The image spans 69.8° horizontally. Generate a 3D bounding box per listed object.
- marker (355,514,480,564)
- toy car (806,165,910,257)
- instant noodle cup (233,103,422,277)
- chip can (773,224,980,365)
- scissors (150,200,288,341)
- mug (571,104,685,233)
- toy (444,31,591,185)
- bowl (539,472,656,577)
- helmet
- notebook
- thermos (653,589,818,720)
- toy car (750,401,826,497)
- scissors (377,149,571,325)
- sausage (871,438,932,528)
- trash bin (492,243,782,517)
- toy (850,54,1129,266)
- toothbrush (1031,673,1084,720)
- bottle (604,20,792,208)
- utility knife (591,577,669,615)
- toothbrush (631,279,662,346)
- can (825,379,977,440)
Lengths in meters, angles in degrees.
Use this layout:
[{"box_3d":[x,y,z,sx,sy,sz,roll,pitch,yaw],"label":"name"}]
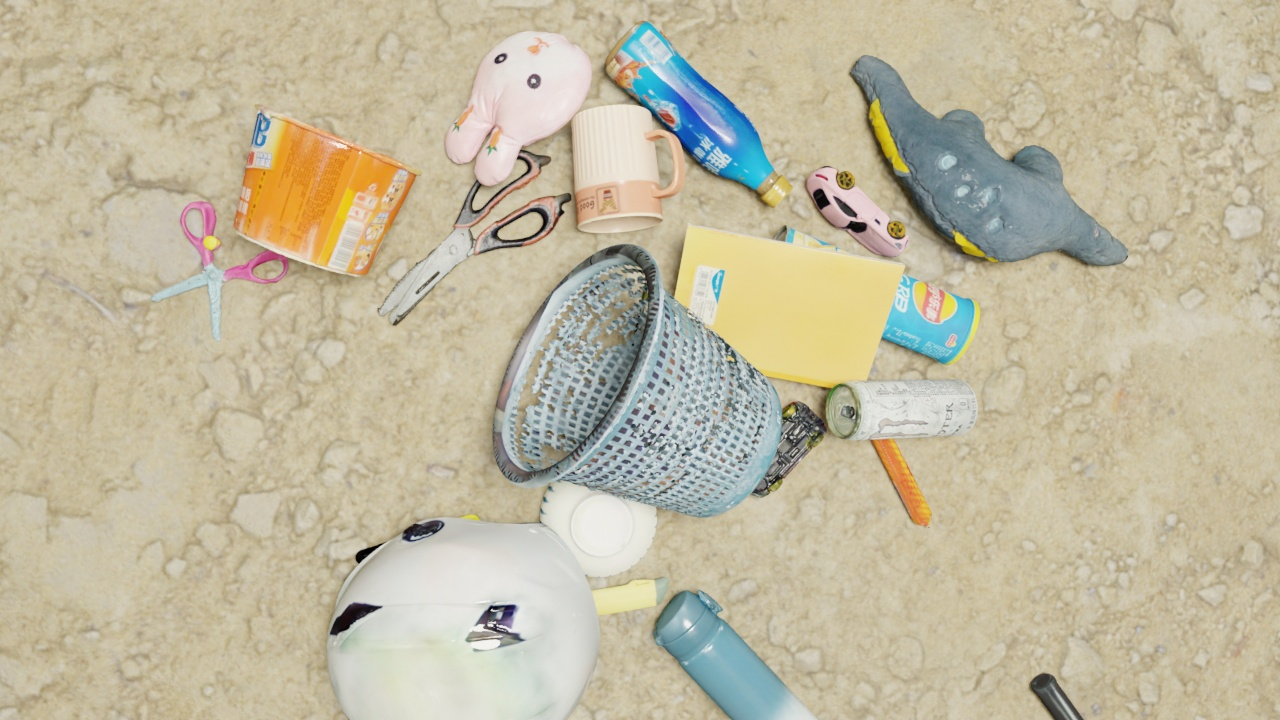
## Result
[{"box_3d":[-0.216,0.175,0.892,0.124,0.015,0.018,-17,89,-5],"label":"marker"},{"box_3d":[0.216,-0.146,0.924,0.122,0.056,0.037,42,81,-5],"label":"toy car"},{"box_3d":[-0.287,-0.148,0.824,0.151,0.151,0.111,21,95,-6],"label":"instant noodle cup"},{"box_3d":[0.226,-0.065,0.917,0.210,0.071,0.071,21,87,-6],"label":"chip can"},{"box_3d":[-0.398,-0.085,0.872,0.135,0.017,0.133,-2,95,-8],"label":"scissors"},{"box_3d":[-0.011,-0.183,0.873,0.115,0.081,0.106,-6,88,34],"label":"mug"},{"box_3d":[-0.118,-0.243,0.874,0.121,0.054,0.159,38,92,28],"label":"toy"},{"box_3d":[-0.039,0.155,0.887,0.116,0.066,0.116,0,89,-7],"label":"bowl"},{"box_3d":[-0.167,0.266,0.815,0.259,0.145,0.229,-5,99,2],"label":"helmet"},{"box_3d":[0.134,-0.047,0.889,0.206,0.010,0.146,10,120,0],"label":"notebook"},{"box_3d":[0.103,0.321,0.905,0.070,0.070,0.220,-42,95,-5],"label":"thermos"},{"box_3d":[0.138,0.090,0.926,0.049,0.031,0.106,43,84,-4],"label":"toy car"},{"box_3d":[-0.161,-0.109,0.899,0.193,0.015,0.206,8,89,-7],"label":"scissors"},{"box_3d":[0.260,0.101,0.945,0.021,0.021,0.165,-28,93,-6],"label":"sausage"},{"box_3d":[0.010,0.041,0.822,0.195,0.227,0.226,30,86,-30],"label":"trash bin"},{"box_3d":[0.351,-0.175,0.930,0.356,0.092,0.137,31,58,-7],"label":"toy"},{"box_3d":[0.484,0.420,0.969,0.027,0.026,0.212,-37,94,8],"label":"toothbrush"},{"box_3d":[0.063,-0.236,0.902,0.218,0.065,0.065,43,85,-6],"label":"bottle"},{"box_3d":[-0.051,0.239,0.911,0.162,0.018,0.031,-7,86,-8],"label":"utility knife"},{"box_3d":[-0.005,0.005,0.919,0.017,0.012,0.186,13,88,-18],"label":"toothbrush"},{"box_3d":[0.259,0.048,0.909,0.146,0.058,0.058,0,90,-24],"label":"can"}]
